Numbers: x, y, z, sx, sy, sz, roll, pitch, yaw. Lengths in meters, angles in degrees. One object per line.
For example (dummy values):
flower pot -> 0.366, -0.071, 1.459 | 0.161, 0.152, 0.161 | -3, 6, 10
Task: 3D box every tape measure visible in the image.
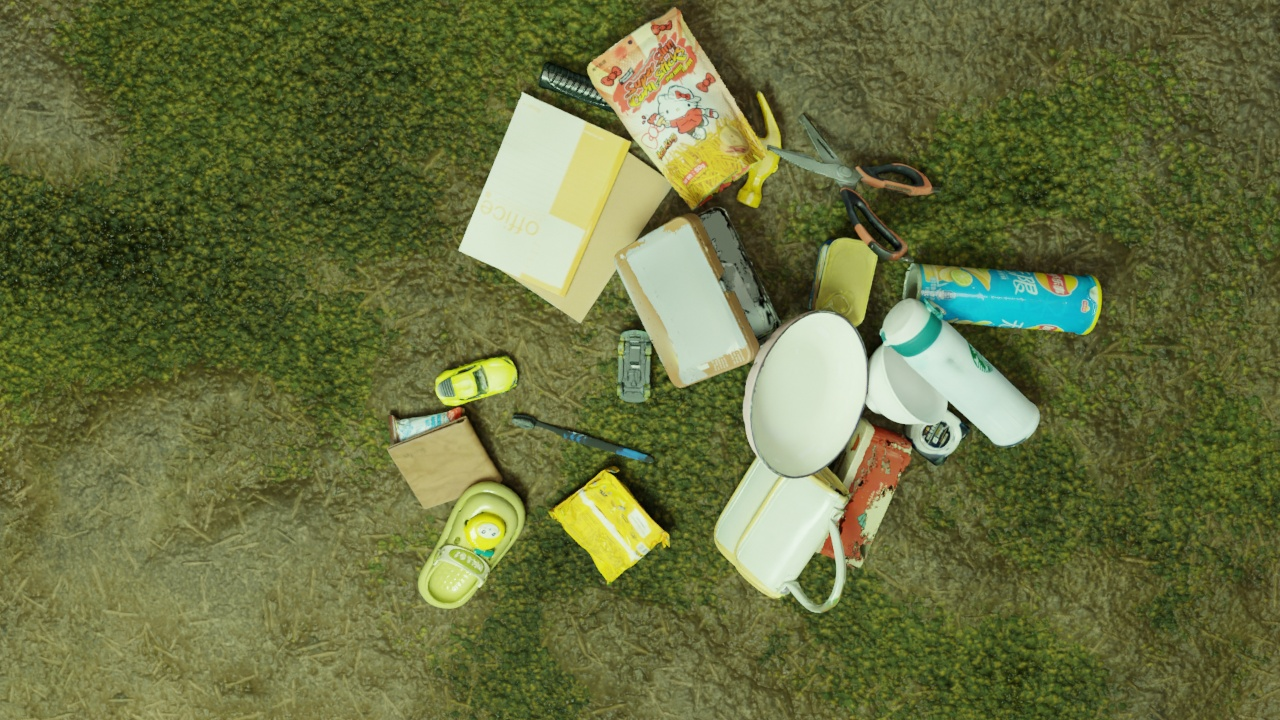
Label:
tape measure -> 0.362, 0.087, 1.132 | 0.066, 0.033, 0.066 | 40, 96, -6

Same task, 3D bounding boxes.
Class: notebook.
notebook -> -0.117, -0.199, 1.113 | 0.146, 0.010, 0.206 | 25, 99, 0
notebook -> -0.077, -0.171, 1.126 | 0.148, 0.008, 0.208 | 34, 98, -3

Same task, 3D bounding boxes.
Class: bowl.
bowl -> 0.306, 0.031, 1.103 | 0.065, 0.118, 0.118 | -32, 97, 44

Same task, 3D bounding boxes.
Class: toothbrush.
toothbrush -> -0.073, 0.101, 1.163 | 0.189, 0.016, 0.014 | 18, 106, -1

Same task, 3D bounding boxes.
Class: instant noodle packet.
instant noodle packet -> -0.036, 0.209, 1.164 | 0.111, 0.044, 0.128 | -39, 91, 14

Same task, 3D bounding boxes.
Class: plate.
plate -> 0.180, 0.036, 1.032 | 0.192, 0.039, 0.192 | -11, 108, -36

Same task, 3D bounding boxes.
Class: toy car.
toy car -> -0.206, 0.026, 1.150 | 0.105, 0.032, 0.048 | -16, 97, 3
toy car -> -0.007, 0.007, 1.135 | 0.043, 0.036, 0.091 | 3, 98, 1

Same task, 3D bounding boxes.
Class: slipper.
slipper -> -0.213, 0.245, 1.155 | 0.091, 0.081, 0.191 | 29, 103, -19

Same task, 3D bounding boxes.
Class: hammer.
hammer -> 0.025, -0.290, 1.091 | 0.301, 0.033, 0.129 | 20, 99, -1

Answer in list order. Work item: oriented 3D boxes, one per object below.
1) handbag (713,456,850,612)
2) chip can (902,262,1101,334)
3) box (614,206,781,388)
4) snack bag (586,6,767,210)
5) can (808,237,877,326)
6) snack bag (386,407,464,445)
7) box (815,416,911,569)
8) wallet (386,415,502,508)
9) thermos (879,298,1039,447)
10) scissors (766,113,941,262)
handbag -> 0.180, 0.204, 1.084 | 0.063, 0.179, 0.164 | 11, 115, -44
chip can -> 0.424, -0.074, 1.086 | 0.210, 0.071, 0.071 | 4, 99, 2
box -> 0.065, -0.075, 1.054 | 0.150, 0.166, 0.182 | -27, 96, 5
snack bag -> 0.044, -0.286, 1.049 | 0.129, 0.073, 0.208 | -34, 89, 8
can -> 0.236, -0.094, 1.085 | 0.057, 0.083, 0.102 | 10, 99, 1
snack bag -> -0.270, 0.086, 1.163 | 0.104, 0.026, 0.048 | -5, 102, 2
box -> 0.273, 0.163, 1.119 | 0.078, 0.091, 0.168 | 21, 99, 2
wallet -> -0.247, 0.131, 1.161 | 0.115, 0.020, 0.101 | -22, 115, 9
thermos -> 0.373, 0.012, 1.071 | 0.224, 0.073, 0.073 | 38, 98, -20
scissors -> 0.250, -0.202, 1.062 | 0.225, 0.015, 0.188 | 10, 60, -10
